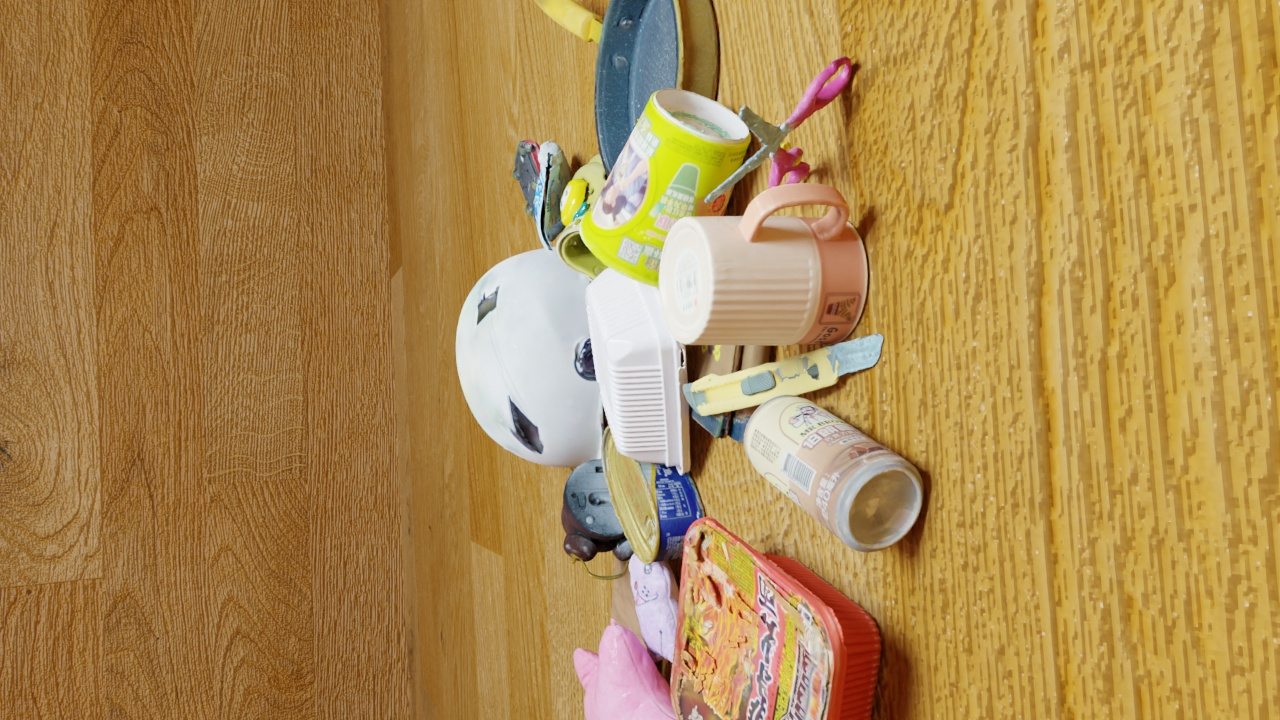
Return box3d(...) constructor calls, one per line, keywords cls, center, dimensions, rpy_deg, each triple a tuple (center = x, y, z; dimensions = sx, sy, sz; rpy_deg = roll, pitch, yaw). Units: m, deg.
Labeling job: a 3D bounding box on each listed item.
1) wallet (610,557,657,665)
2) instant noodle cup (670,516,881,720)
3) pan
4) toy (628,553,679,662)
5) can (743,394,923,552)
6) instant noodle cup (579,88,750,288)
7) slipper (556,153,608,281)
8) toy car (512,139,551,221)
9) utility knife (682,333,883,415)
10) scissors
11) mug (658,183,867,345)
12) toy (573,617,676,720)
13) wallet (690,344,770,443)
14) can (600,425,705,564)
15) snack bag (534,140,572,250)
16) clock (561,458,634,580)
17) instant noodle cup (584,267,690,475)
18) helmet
box3d(cls="wallet", center=(-0.006, 0.242, 0.918), dimensions=(0.115, 0.020, 0.101), rpy_deg=(-157, 69, -68))
box3d(cls="instant noodle cup", center=(0.086, 0.202, 0.599), dimensions=(0.189, 0.079, 0.164), rpy_deg=(-151, 65, -63))
box3d(cls="pan", center=(-0.033, -0.294, 0.855), dimensions=(0.357, 0.078, 0.198), rpy_deg=(-117, 33, -46))
box3d(cls="toy", center=(0.015, 0.221, 0.828), dimensions=(0.084, 0.038, 0.108), rpy_deg=(-33, 69, 59))
box3d(cls="can", center=(0.113, 0.065, 0.554), dimensions=(0.116, 0.058, 0.058), rpy_deg=(-142, 53, -62))
box3d(cls="instant noodle cup", center=(0.025, -0.135, 0.704), dimensions=(0.124, 0.111, 0.111), rpy_deg=(-65, 34, 35))
box3d(cls="slipper", center=(-0.038, -0.121, 0.883), dimensions=(0.092, 0.081, 0.190), rpy_deg=(121, 139, -49))
box3d(cls="toy car", center=(-0.126, -0.222, 1.133), dimensions=(0.120, 0.045, 0.053), rpy_deg=(66, 148, 32))
box3d(cls="utility knife", center=(0.091, 0.012, 0.620), dimensions=(0.189, 0.020, 0.031), rpy_deg=(-19, 87, 46))
box3d(cls="scissors", center=(0.088, -0.138, 0.556), dimensions=(0.017, 0.133, 0.131), rpy_deg=(42, 103, 22))
box3d(cls="mug", center=(0.079, -0.060, 0.564), dimensions=(0.115, 0.105, 0.081), rpy_deg=(113, 147, -47))
box3d(cls="toy", center=(0.000, 0.315, 0.816), dimensions=(0.195, 0.074, 0.178), rpy_deg=(1, 110, 58))
box3d(cls="wallet", center=(0.069, -0.002, 0.695), dimensions=(0.090, 0.033, 0.115), rpy_deg=(-146, 61, -65))
box3d(cls="can", center=(0.009, 0.116, 0.825), dimensions=(0.148, 0.049, 0.075), rpy_deg=(-117, 33, -46))
box3d(cls="snack bag", center=(-0.094, -0.177, 0.986), dimensions=(0.191, 0.039, 0.110), rpy_deg=(-94, 16, -80))
box3d(cls="clock", center=(-0.037, 0.155, 0.898), dimensions=(0.055, 0.082, 0.121), rpy_deg=(111, 156, -53))
box3d(cls="instant noodle cup", center=(-0.005, 0.005, 0.771), dimensions=(0.138, 0.060, 0.174), rpy_deg=(-111, 10, -46))
box3d(cls="helmet", center=(-0.129, 0.001, 1.027), dimensions=(0.229, 0.145, 0.258), rpy_deg=(159, 108, -67))
